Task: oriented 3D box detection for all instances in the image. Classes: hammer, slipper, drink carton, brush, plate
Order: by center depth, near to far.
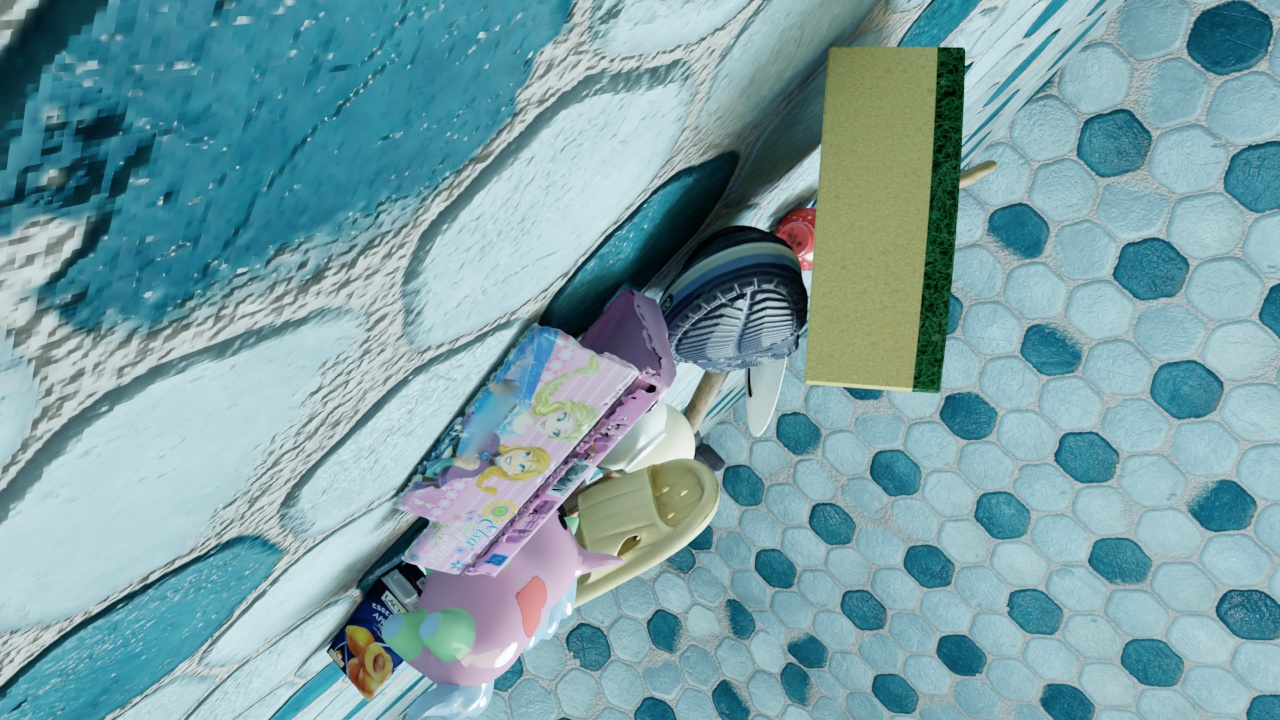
[{"bbox_3d":[0.158,-0.079,0.624,0.250,0.075,0.195,5,89,-79],"label":"brush"},{"bbox_3d":[0.066,-0.047,0.681,0.105,0.095,0.253,-11,168,8],"label":"slipper"},{"bbox_3d":[-0.218,0.236,0.798,0.130,0.064,0.040,-50,170,33],"label":"drink carton"},{"bbox_3d":[-0.043,0.169,0.920,0.262,0.079,0.111,-36,-150,17],"label":"slipper"},{"bbox_3d":[0.096,0.006,1.090,0.040,0.129,0.323,-38,160,-44],"label":"hammer"},{"bbox_3d":[0.146,-0.014,1.096,0.208,0.015,0.208,-174,-87,-86],"label":"plate"}]

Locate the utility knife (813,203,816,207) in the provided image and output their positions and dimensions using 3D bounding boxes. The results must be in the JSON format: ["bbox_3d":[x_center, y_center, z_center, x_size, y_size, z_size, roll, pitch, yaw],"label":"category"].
[{"bbox_3d":[0.185,-0.154,0.974,0.022,0.015,0.124,-38,173,-18],"label":"utility knife"}]

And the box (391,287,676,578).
[{"bbox_3d":[-0.086,0.043,0.604,0.231,0.105,0.086,-48,-146,29],"label":"box"}]

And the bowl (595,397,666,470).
[{"bbox_3d":[-0.015,0.076,0.988,0.113,0.063,0.113,-42,172,-8],"label":"bowl"}]

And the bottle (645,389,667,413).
[{"bbox_3d":[0.000,0.007,0.660,0.041,0.041,0.116,-46,-166,14],"label":"bottle"}]

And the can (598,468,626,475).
[{"bbox_3d":[0.011,0.145,1.261,0.128,0.073,0.127,-28,-170,5],"label":"can"}]

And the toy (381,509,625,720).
[{"bbox_3d":[-0.114,0.197,0.748,0.120,0.171,0.221,-11,-132,31],"label":"toy"}]

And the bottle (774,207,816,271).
[{"bbox_3d":[0.159,-0.116,0.879,0.062,0.062,0.137,-47,170,20],"label":"bottle"}]

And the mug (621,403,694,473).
[{"bbox_3d":[0.001,0.096,1.092,0.120,0.096,0.100,-4,166,9],"label":"mug"}]

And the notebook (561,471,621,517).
[{"bbox_3d":[-0.101,0.193,1.051,0.210,0.022,0.169,-30,164,4],"label":"notebook"}]

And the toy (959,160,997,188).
[{"bbox_3d":[0.241,-0.166,0.855,0.134,0.108,0.106,-44,170,0],"label":"toy"}]

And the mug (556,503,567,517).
[{"bbox_3d":[-0.133,0.169,0.891,0.104,0.071,0.078,-1,141,-46],"label":"mug"}]

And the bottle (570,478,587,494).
[{"bbox_3d":[-0.088,0.163,1.154,0.036,0.036,0.110,-40,171,-26],"label":"bottle"}]
